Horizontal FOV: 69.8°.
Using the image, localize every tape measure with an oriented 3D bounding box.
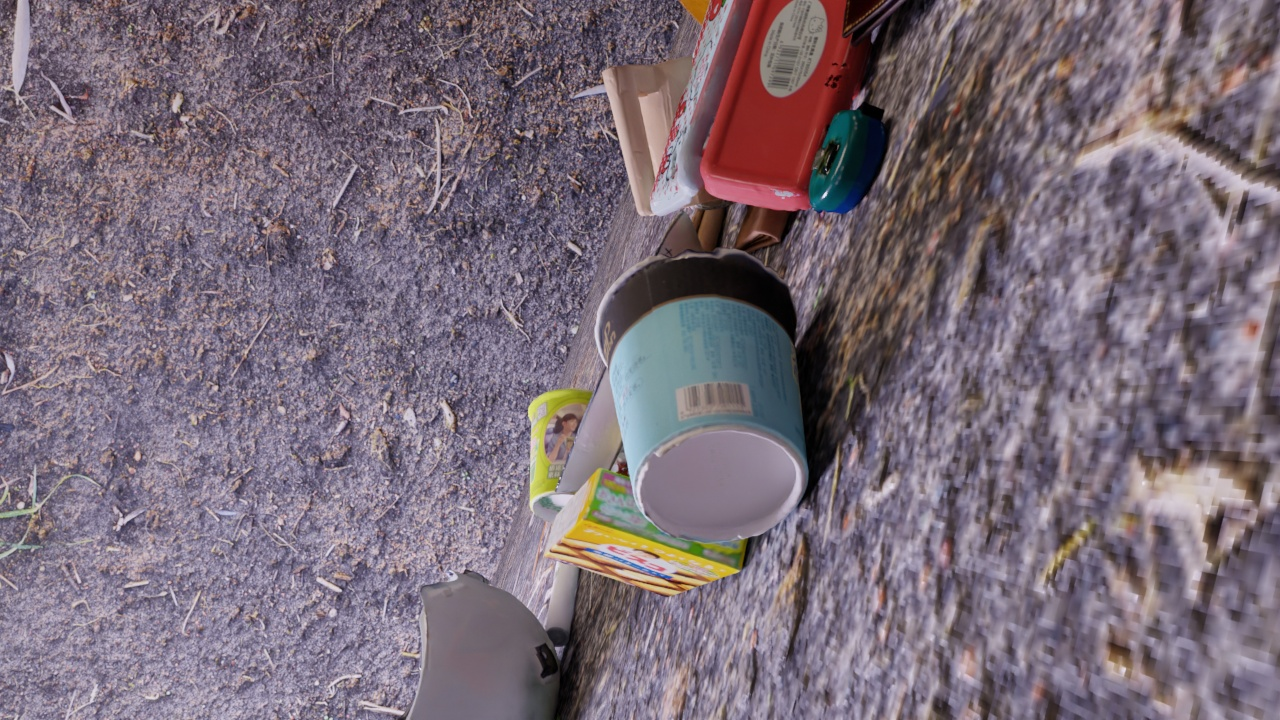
[{"bbox_3d":[0.108,-0.107,0.490,0.054,0.025,0.058,-111,40,-80],"label":"tape measure"}]

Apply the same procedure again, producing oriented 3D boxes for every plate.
[{"bbox_3d":[-0.005,0.004,0.758,0.161,0.034,0.266,-61,-6,-59],"label":"plate"}]

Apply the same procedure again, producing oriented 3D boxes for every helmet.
[{"bbox_3d":[-0.153,0.322,0.865,0.259,0.146,0.228,105,-178,-69],"label":"helmet"}]

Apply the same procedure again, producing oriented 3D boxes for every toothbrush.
[{"bbox_3d":[-0.081,0.229,1.024,0.027,0.026,0.220,-57,13,25],"label":"toothbrush"}]

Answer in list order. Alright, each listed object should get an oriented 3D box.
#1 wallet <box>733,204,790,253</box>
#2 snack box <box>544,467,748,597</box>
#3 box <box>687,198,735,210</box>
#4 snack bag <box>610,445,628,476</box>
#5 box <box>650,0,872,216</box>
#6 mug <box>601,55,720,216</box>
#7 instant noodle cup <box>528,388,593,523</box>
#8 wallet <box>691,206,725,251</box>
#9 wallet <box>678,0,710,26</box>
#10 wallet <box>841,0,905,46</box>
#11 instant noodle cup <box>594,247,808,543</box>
[{"bbox_3d":[0.097,-0.129,0.660,0.115,0.020,0.101,177,113,-85],"label":"wallet"},{"bbox_3d":[-0.001,0.102,0.526,0.141,0.087,0.033,125,163,-64],"label":"snack box"},{"bbox_3d":[0.067,-0.193,0.803,0.161,0.075,0.086,-80,-19,-61],"label":"box"},{"bbox_3d":[-0.015,0.082,0.912,0.045,0.026,0.105,-49,22,47],"label":"snack bag"},{"bbox_3d":[0.073,-0.190,0.581,0.158,0.069,0.201,8,77,46],"label":"box"},{"bbox_3d":[0.023,-0.164,0.679,0.124,0.084,0.103,-27,-74,-56],"label":"mug"},{"bbox_3d":[-0.076,0.111,1.007,0.112,0.111,0.123,118,161,-52],"label":"instant noodle cup"},{"bbox_3d":[0.049,-0.093,0.874,0.090,0.033,0.115,119,171,-58],"label":"wallet"},{"bbox_3d":[0.087,-0.271,0.731,0.035,0.119,0.130,-52,17,-1],"label":"wallet"},{"bbox_3d":[0.149,-0.231,0.475,0.122,0.020,0.096,163,124,-72],"label":"wallet"},{"bbox_3d":[0.033,0.022,0.452,0.120,0.111,0.111,-94,23,-50],"label":"instant noodle cup"}]
